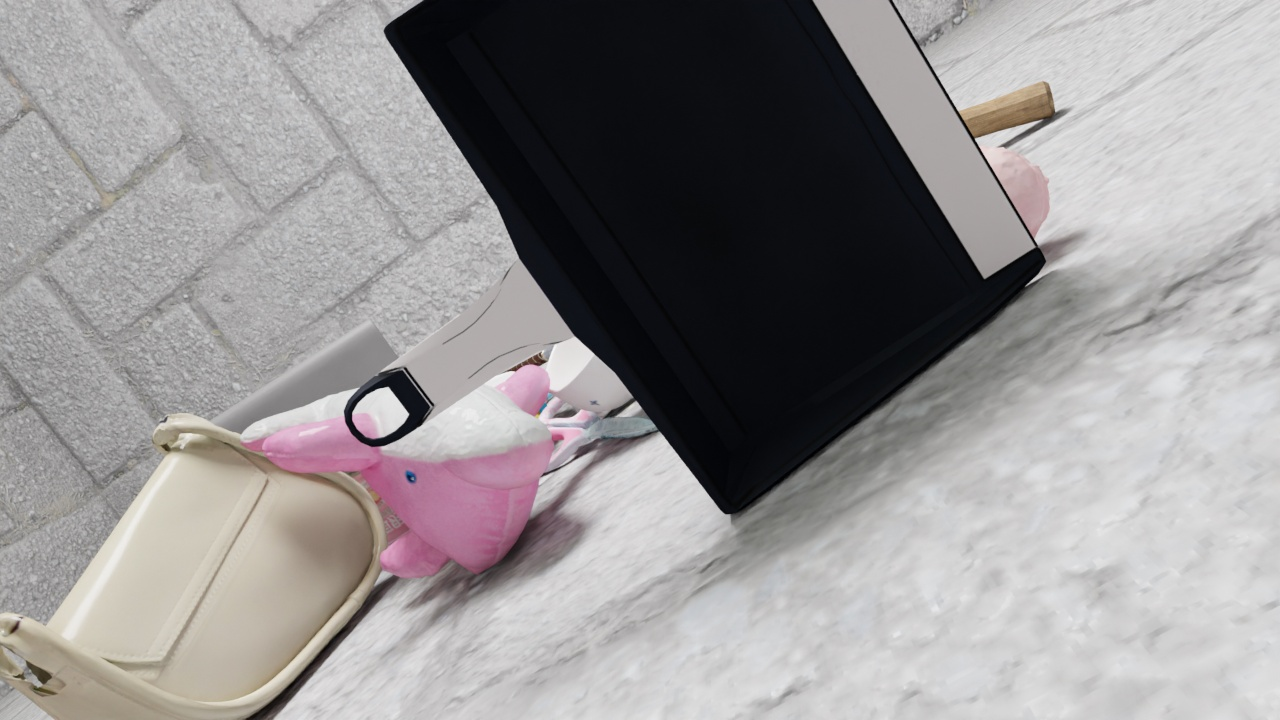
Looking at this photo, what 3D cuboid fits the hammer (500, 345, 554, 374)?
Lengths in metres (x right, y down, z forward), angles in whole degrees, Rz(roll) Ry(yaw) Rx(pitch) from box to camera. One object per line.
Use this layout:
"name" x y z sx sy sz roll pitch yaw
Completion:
"hammer" -0.139 0.016 0.966 0.323 0.098 0.044 -24 59 57

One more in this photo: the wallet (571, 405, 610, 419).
"wallet" -0.005 0.004 0.755 0.116 0.032 0.086 -45 9 -9

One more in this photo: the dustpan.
"dustpan" -0.001 -0.053 0.375 0.273 0.236 0.080 -33 10 12

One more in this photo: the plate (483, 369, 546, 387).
"plate" -0.186 0.045 0.815 0.242 0.016 0.242 -20 3 1

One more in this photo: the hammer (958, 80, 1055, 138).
"hammer" 0.168 -0.161 0.739 0.306 0.040 0.132 -14 -5 24

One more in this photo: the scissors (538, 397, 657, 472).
"scissors" -0.034 0.046 0.654 0.174 0.017 0.076 -12 46 58

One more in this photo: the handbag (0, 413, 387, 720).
"handbag" -0.295 0.155 0.606 0.132 0.184 0.228 -34 25 22

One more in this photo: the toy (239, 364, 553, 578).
"toy" -0.141 0.071 0.580 0.186 0.128 0.266 -11 10 -37

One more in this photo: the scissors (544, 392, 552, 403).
"scissors" -0.076 0.019 1.007 0.126 0.015 0.135 -24 19 47

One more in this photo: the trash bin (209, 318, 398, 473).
"trash bin" -0.323 0.093 0.958 0.219 0.192 0.098 -35 9 -12

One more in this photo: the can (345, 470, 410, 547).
"can" -0.207 0.113 0.782 0.067 0.076 0.067 -34 9 6

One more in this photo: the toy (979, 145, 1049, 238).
"toy" 0.136 -0.080 0.455 0.053 0.105 0.109 -14 -18 -48

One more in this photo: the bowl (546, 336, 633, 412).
"bowl" -0.017 -0.011 0.629 0.105 0.054 0.104 -49 23 29

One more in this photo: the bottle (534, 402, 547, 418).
"bottle" -0.106 0.053 0.804 0.051 0.051 0.146 -38 9 -17
